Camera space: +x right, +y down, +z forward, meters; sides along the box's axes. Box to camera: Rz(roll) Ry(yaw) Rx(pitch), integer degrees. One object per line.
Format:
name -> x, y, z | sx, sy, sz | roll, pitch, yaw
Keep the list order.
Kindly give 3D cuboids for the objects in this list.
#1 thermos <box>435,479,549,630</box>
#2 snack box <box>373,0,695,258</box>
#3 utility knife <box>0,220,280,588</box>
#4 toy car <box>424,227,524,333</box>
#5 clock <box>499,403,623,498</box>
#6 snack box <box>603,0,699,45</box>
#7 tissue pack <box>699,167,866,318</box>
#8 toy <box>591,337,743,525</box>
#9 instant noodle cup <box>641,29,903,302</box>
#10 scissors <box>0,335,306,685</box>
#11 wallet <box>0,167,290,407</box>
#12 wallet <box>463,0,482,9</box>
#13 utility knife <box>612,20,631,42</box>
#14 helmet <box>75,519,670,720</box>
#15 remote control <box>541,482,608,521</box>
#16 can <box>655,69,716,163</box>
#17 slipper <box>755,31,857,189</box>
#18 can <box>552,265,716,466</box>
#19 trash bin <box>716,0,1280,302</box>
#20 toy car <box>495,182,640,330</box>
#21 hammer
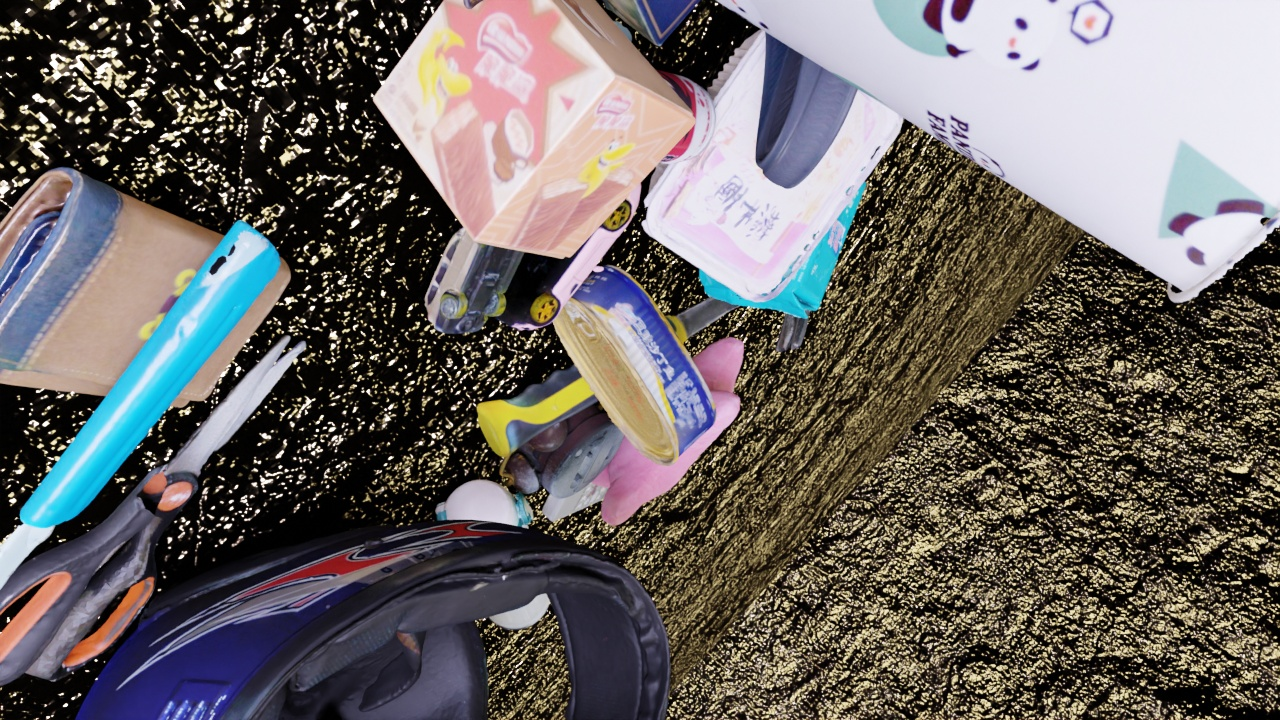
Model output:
thermos -> -0.120, 0.170, 0.793 | 0.073, 0.073, 0.225 | -41, 156, -21
snack box -> -0.048, -0.114, 0.417 | 0.094, 0.092, 0.077 | -44, 160, 22
utility knife -> -0.210, 0.026, 0.368 | 0.194, 0.018, 0.034 | -53, 176, -2
toy car -> -0.092, -0.057, 0.525 | 0.042, 0.035, 0.091 | -11, 136, -60
clock -> -0.067, 0.069, 0.751 | 0.121, 0.055, 0.082 | -16, 141, -53
snack box -> 0.029, -0.265, 0.405 | 0.178, 0.046, 0.182 | -49, 158, -1
tissue pack -> 0.110, -0.102, 0.714 | 0.050, 0.093, 0.133 | 33, 78, -57
toy -> 0.026, 0.054, 0.833 | 0.195, 0.074, 0.178 | -45, -164, 5
instant noodle cup -> 0.083, -0.142, 0.636 | 0.138, 0.060, 0.173 | 28, 104, -35
scissors -> -0.251, 0.074, 0.452 | 0.142, 0.022, 0.235 | -6, 132, -59
wallet -> -0.207, -0.021, 0.372 | 0.090, 0.033, 0.115 | -52, 162, 3
wallet -> -0.025, -0.196, 0.338 | 0.122, 0.020, 0.096 | -36, 155, -18
utility knife -> -0.062, -0.173, 0.423 | 0.029, 0.013, 0.222 | -55, 155, 18
helmet -> -0.165, 0.217, 0.546 | 0.314, 0.247, 0.241 | -21, -172, -39
remote control -> -0.038, 0.121, 0.932 | 0.149, 0.021, 0.058 | -14, 139, -54
can -> -0.009, -0.141, 0.521 | 0.132, 0.053, 0.053 | -13, 138, -56
slipper -> 0.100, -0.229, 0.511 | 0.111, 0.083, 0.267 | 140, -30, -76
can -> -0.004, 0.004, 0.664 | 0.049, 0.148, 0.075 | -40, -166, -27
trash bin -> 0.156, -0.182, 0.349 | 0.229, 0.252, 0.230 | -49, 162, -23
toy car -> -0.047, -0.072, 0.561 | 0.122, 0.056, 0.037 | -52, 151, 6
hammer -> 0.017, -0.014, 0.736 | 0.322, 0.126, 0.032 | -31, -170, -27
